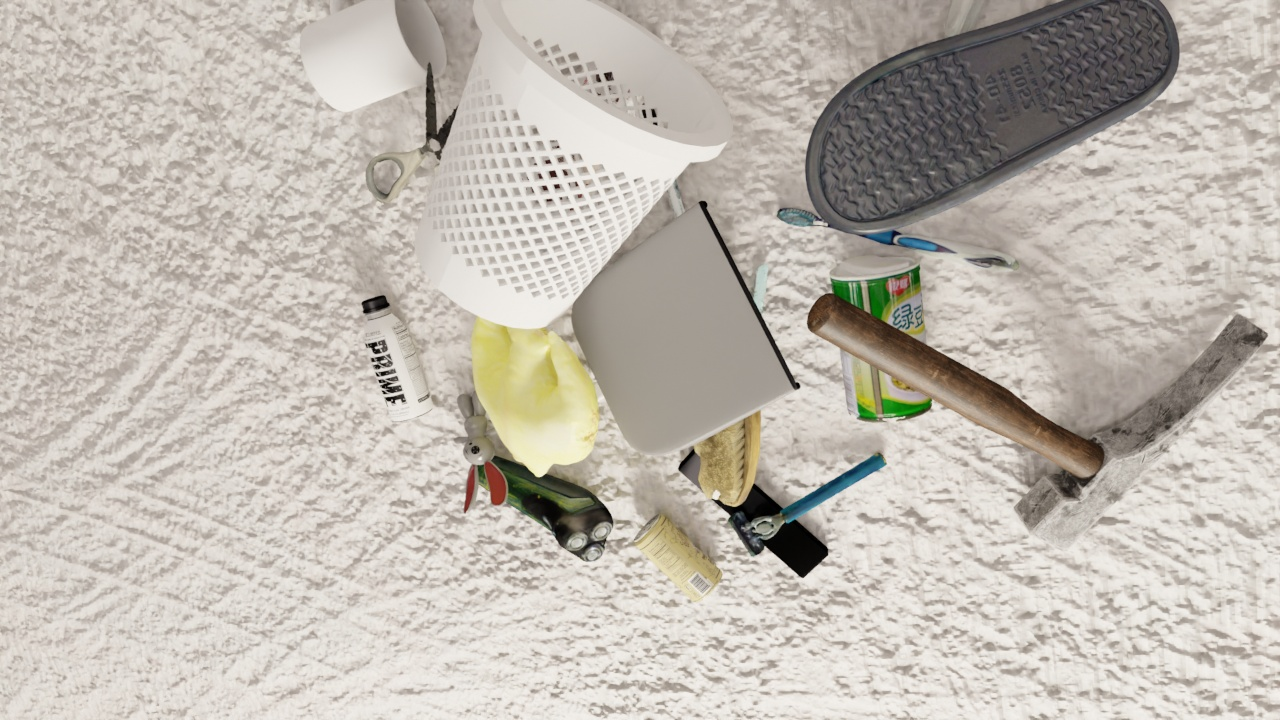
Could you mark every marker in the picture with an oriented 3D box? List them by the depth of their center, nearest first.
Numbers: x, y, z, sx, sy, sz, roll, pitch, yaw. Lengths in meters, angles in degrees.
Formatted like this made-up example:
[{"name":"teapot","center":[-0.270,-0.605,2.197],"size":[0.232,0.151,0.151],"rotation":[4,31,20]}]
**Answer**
[{"name":"marker","center":[0.027,-0.137,0.753],"size":[0.011,0.011,0.152],"rotation":[-14,103,19]}]

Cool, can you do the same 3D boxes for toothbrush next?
[{"name":"toothbrush","center":[0.198,-0.094,0.716],"size":[0.189,0.017,0.016],"rotation":[14,109,11]}]

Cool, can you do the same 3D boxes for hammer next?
[{"name":"hammer","center":[0.270,0.000,0.662],"size":[0.300,0.037,0.218],"rotation":[27,113,-17]}]

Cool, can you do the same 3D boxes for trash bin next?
[{"name":"trash bin","center":[-0.068,-0.140,0.681],"size":[0.195,0.195,0.200],"rotation":[37,123,2]}]

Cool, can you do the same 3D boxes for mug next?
[{"name":"mug","center":[-0.220,-0.271,0.753],"size":[0.091,0.073,0.110],"rotation":[-14,77,19]}]

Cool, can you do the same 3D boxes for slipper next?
[{"name":"slipper","center":[0.237,-0.178,0.654],"size":[0.268,0.083,0.110],"rotation":[-24,95,2]}]

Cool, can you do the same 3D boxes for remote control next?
[{"name":"remote control","center":[0.100,0.132,0.816],"size":[0.150,0.013,0.034],"rotation":[41,109,0]}]

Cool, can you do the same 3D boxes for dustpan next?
[{"name":"dustpan","center":[-0.005,0.004,0.772],"size":[0.258,0.033,0.163],"rotation":[-31,80,31]}]

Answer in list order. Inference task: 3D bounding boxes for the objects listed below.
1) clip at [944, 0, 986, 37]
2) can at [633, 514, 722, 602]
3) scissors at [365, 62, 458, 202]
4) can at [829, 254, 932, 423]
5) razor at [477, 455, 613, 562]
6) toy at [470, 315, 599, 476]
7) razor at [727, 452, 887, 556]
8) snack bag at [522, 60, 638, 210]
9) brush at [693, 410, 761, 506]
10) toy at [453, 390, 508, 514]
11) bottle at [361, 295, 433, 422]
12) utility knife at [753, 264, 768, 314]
[{"name":"clip","center":[0.230,-0.277,0.643],"size":[0.052,0.057,0.102],"rotation":[14,111,-15]},{"name":"can","center":[0.034,0.180,0.836],"size":[0.079,0.038,0.038],"rotation":[44,112,-1]},{"name":"scissors","center":[-0.181,-0.166,0.775],"size":[0.166,0.012,0.157],"rotation":[-1,126,31]},{"name":"can","center":[0.188,-0.019,0.716],"size":[0.067,0.067,0.121],"rotation":[-6,106,17]},{"name":"razor","center":[-0.094,0.130,0.843],"size":[0.151,0.067,0.054],"rotation":[26,108,15]},{"name":"toy","center":[-0.095,0.027,0.785],"size":[0.170,0.064,0.155],"rotation":[32,132,42]},{"name":"razor","center":[0.146,0.120,0.786],"size":[0.144,0.022,0.042],"rotation":[-32,95,13]},{"name":"snack bag","center":[-0.042,-0.196,0.752],"size":[0.057,0.013,0.158],"rotation":[34,112,1]},{"name":"brush","center":[0.065,0.029,0.766],"size":[0.059,0.043,0.195],"rotation":[2,102,38]},{"name":"toy","center":[-0.148,0.082,0.842],"size":[0.049,0.030,0.111],"rotation":[-16,74,19]},{"name":"bottle","center":[-0.229,-0.003,0.849],"size":[0.041,0.041,0.116],"rotation":[-12,104,18]},{"name":"utility knife","center":[0.095,0.006,0.776],"size":[0.022,0.015,0.179],"rotation":[12,111,11]}]
